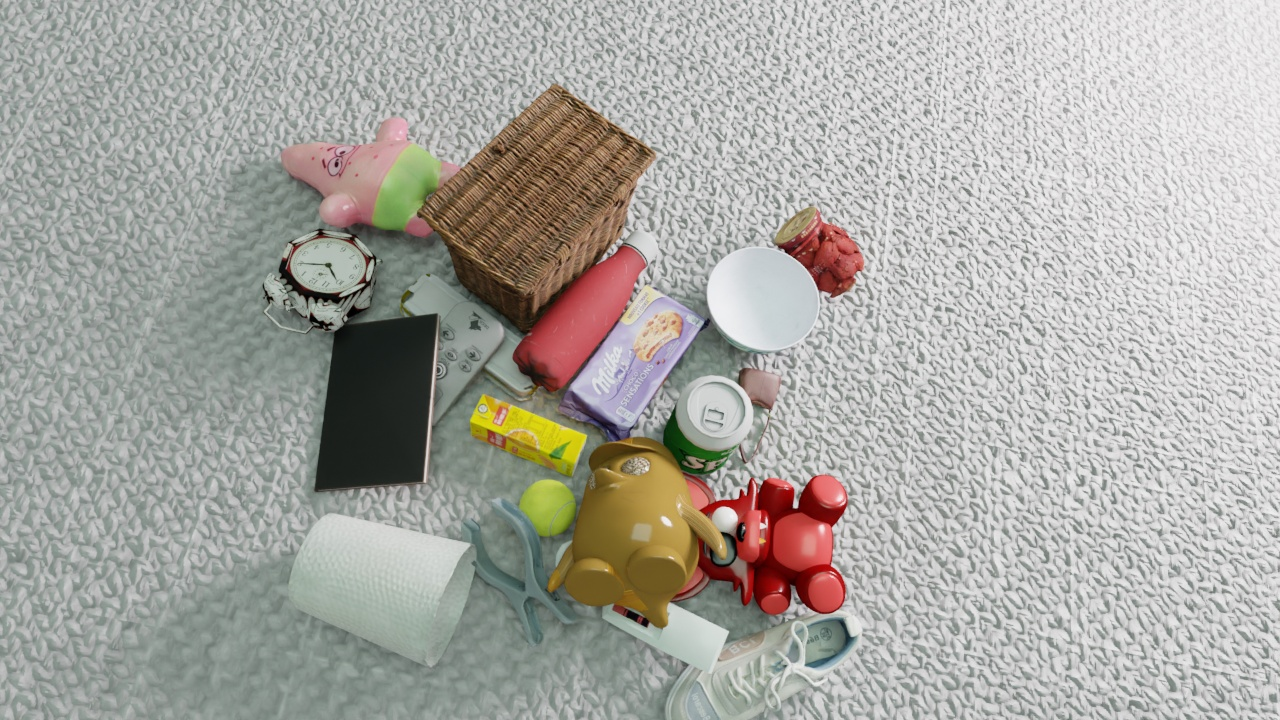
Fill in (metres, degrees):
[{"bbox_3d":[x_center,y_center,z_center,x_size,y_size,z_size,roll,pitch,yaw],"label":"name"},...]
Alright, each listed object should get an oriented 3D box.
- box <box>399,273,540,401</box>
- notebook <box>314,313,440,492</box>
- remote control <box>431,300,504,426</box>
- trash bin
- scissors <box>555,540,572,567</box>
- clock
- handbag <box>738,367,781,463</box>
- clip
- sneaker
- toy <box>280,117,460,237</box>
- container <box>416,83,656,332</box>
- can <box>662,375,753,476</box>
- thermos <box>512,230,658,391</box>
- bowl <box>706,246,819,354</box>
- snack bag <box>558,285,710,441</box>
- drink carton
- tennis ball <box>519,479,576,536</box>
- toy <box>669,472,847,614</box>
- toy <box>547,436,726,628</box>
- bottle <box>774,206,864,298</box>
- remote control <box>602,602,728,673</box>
[{"bbox_3d":[-0.206,-0.030,1.146,0.209,0.033,0.064,36,66,7],"label":"box"},{"bbox_3d":[-0.310,0.048,1.086,0.141,0.008,0.208,-6,67,14],"label":"notebook"},{"bbox_3d":[-0.232,0.000,1.112,0.074,0.019,0.151,38,87,8],"label":"remote control"},{"bbox_3d":[-0.276,0.237,0.982,0.161,0.133,0.133,17,67,5],"label":"trash bin"},{"bbox_3d":[-0.061,0.203,1.060,0.096,0.012,0.133,22,63,-36],"label":"scissors"},{"bbox_3d":[-0.393,-0.086,1.124,0.114,0.065,0.154,27,52,3],"label":"clock"},{"bbox_3d":[0.142,0.071,1.154,0.055,0.029,0.119,13,72,-4],"label":"handbag"},{"bbox_3d":[-0.121,0.223,1.019,0.128,0.028,0.167,-40,80,23],"label":"clip"},{"bbox_3d":[0.137,0.338,1.008,0.242,0.091,0.089,-23,74,-15],"label":"sneaker"},{"bbox_3d":[-0.355,-0.238,1.180,0.237,0.097,0.191,16,59,8],"label":"toy"},{"bbox_3d":[-0.124,-0.169,1.128,0.162,0.183,0.249,37,68,9],"label":"container"},{"bbox_3d":[0.077,0.079,1.077,0.088,0.140,0.087,2,68,-6],"label":"can"},{"bbox_3d":[-0.058,-0.070,1.127,0.073,0.073,0.239,35,68,7],"label":"thermos"},{"bbox_3d":[0.149,-0.065,1.180,0.144,0.074,0.143,2,68,-6],"label":"bowl"},{"bbox_3d":[-0.007,0.007,1.143,0.096,0.058,0.205,33,71,10],"label":"snack bag"},{"bbox_3d":[-0.134,0.088,1.092,0.134,0.059,0.042,21,65,2],"label":"drink carton"},{"bbox_3d":[-0.107,0.170,1.059,0.065,0.065,0.065,2,68,-6],"label":"tennis ball"},{"bbox_3d":[0.133,0.207,1.052,0.197,0.121,0.158,5,71,3],"label":"toy"},{"bbox_3d":[-0.007,0.166,1.012,0.199,0.162,0.202,-15,40,15],"label":"toy"},{"bbox_3d":[0.232,-0.135,1.210,0.111,0.099,0.098,43,67,-18],"label":"bottle"},{"bbox_3d":[0.022,0.292,1.017,0.143,0.024,0.049,20,81,25],"label":"remote control"}]
